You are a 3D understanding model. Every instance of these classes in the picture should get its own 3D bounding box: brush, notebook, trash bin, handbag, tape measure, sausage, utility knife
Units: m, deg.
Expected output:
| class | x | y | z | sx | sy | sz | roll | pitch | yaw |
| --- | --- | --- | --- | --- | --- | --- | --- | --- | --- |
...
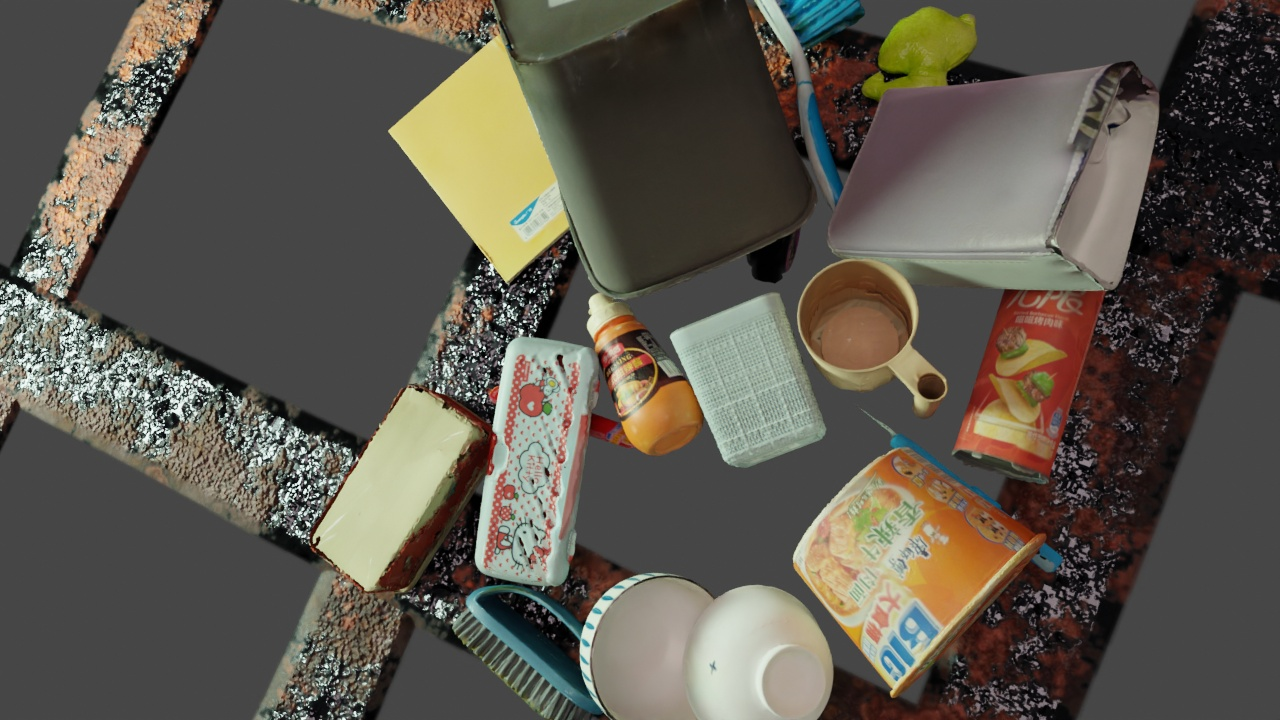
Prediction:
| class | x | y | z | sx | sy | sz | roll | pitch | yaw |
| --- | --- | --- | --- | --- | --- | --- | --- | --- | --- |
| brush | -0.081 | 0.229 | 0.735 | 0.144 | 0.055 | 0.073 | 35 | 89 | 18 |
| brush | 0.145 | -0.267 | 0.781 | 0.109 | 0.060 | 0.314 | -30 | 76 | 13 |
| notebook | -0.128 | -0.192 | 0.855 | 0.146 | 0.010 | 0.206 | -41 | 72 | 4 |
| trash bin | 0.002 | -0.199 | 0.685 | 0.199 | 0.220 | 0.198 | -23 | 53 | 5 |
| handbag | 0.247 | -0.127 | 0.655 | 0.197 | 0.098 | 0.145 | 12 | 85 | 56 |
| tape measure | 0.107 | -0.100 | 0.751 | 0.039 | 0.057 | 0.057 | 13 | 48 | 16 |
| sausage | -0.065 | 0.047 | 0.786 | 0.156 | 0.020 | 0.020 | 16 | 83 | 17 |
| utility knife | 0.234 | 0.091 | 0.694 | 0.185 | 0.034 | 0.018 | 40 | 99 | 19 |

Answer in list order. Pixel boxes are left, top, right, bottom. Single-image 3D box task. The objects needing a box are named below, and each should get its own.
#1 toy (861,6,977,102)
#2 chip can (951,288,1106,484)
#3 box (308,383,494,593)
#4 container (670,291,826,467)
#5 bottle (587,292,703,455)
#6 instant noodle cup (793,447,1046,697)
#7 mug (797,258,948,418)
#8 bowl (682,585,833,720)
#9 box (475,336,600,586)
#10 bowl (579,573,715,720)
| class | x | y | z | sx | sy | sz | roll | pitch | yaw |
| --- | --- | --- | --- | --- | --- | --- | --- | --- | --- |
| toy | 0.231 | -0.248 | 0.763 | 0.097 | 0.031 | 0.100 | -7 | 78 | 15 |
| chip can | 0.297 | -0.020 | 0.680 | 0.073 | 0.073 | 0.216 | 17 | 84 | 17 |
| box | -0.200 | 0.110 | 0.779 | 0.091 | 0.077 | 0.168 | 32 | 89 | 19 |
| container | 0.089 | 0.020 | 0.717 | 0.090 | 0.090 | 0.111 | -22 | 77 | 10 |
| bottle | -0.005 | 0.004 | 0.761 | 0.067 | 0.067 | 0.149 | -32 | 66 | 6 |
| instant noodle cup | 0.187 | 0.140 | 0.642 | 0.151 | 0.151 | 0.111 | -47 | 64 | 2 |
| mug | 0.179 | -0.009 | 0.690 | 0.084 | 0.103 | 0.124 | -44 | 72 | 3 |
| bowl | 0.096 | 0.225 | 0.659 | 0.118 | 0.065 | 0.118 | 3 | 82 | -18 |
| box | -0.083 | 0.083 | 0.755 | 0.087 | 0.047 | 0.201 | 8 | 90 | 16 |
| bowl | 0.005 | 0.219 | 0.699 | 0.116 | 0.066 | 0.116 | 2 | 84 | -23 |
